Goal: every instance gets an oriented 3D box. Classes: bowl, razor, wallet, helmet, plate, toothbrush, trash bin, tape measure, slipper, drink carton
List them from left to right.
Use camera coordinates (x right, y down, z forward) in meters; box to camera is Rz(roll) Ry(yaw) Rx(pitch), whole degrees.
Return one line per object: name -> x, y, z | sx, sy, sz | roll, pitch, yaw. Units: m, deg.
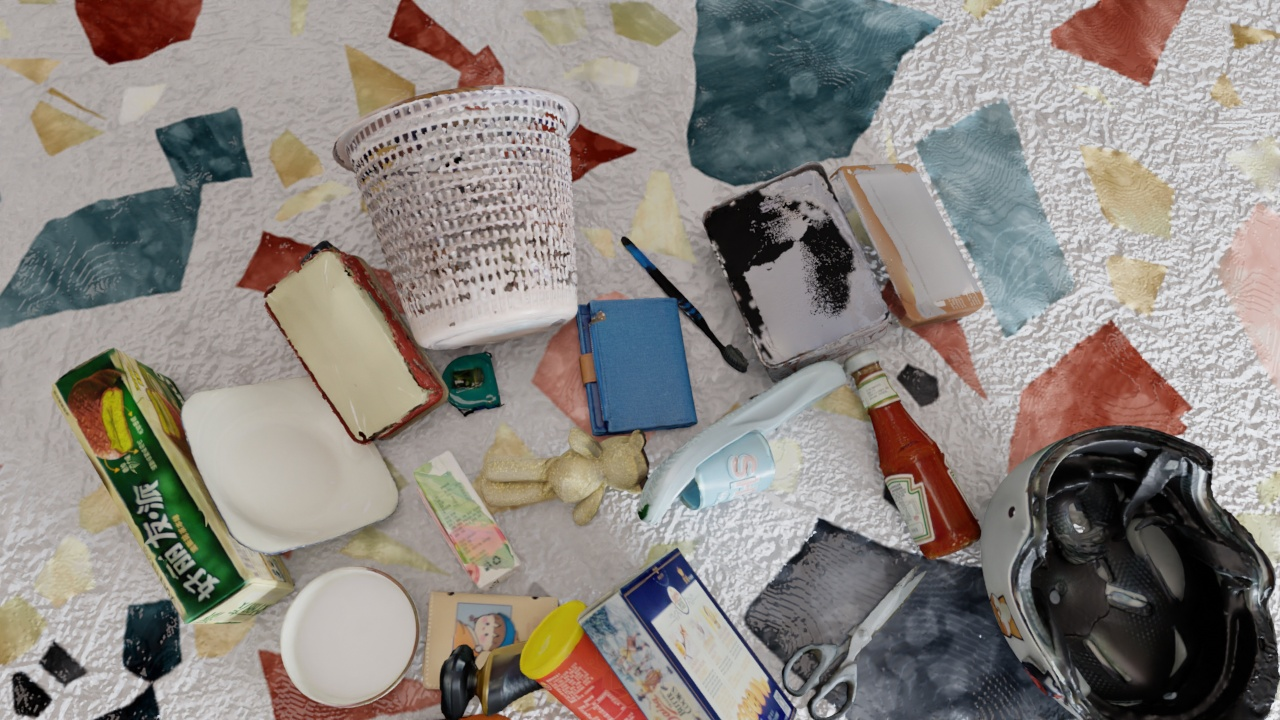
plate -> -0.309, 0.092, 0.809 | 0.164, 0.034, 0.163 | -10, 62, -50
bowl -> -0.243, 0.237, 0.788 | 0.113, 0.062, 0.113 | 1, 72, -4
drink carton -> -0.157, 0.146, 0.827 | 0.045, 0.054, 0.122 | -32, 78, -13
tape measure -> -0.163, 0.022, 0.879 | 0.054, 0.025, 0.058 | -13, 74, -9
trash bin -> -0.148, -0.118, 0.840 | 0.227, 0.228, 0.192 | -12, 87, -8
wallet -> -0.133, 0.252, 0.813 | 0.115, 0.024, 0.087 | 5, 69, -8
razor -> -0.090, 0.256, 0.782 | 0.167, 0.062, 0.067 | -10, 31, -22
wallet -> -0.005, 0.005, 0.891 | 0.106, 0.040, 0.133 | -5, 73, -15
toothbrush -> 0.044, -0.059, 0.926 | 0.014, 0.016, 0.189 | -37, 78, -22
slipper -> 0.100, 0.083, 0.846 | 0.245, 0.104, 0.074 | -32, 80, -19
helmet -> 0.402, 0.196, 0.805 | 0.229, 0.157, 0.274 | -23, 87, -13

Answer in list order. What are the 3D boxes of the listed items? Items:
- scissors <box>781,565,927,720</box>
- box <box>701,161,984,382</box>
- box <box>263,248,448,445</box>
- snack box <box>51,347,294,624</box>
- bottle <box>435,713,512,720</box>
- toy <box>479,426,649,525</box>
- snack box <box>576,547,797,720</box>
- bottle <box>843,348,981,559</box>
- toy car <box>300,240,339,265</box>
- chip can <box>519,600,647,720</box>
scissors -> 0.197, 0.248, 0.846 | 0.136, 0.014, 0.174 | 13, 72, -2
box -> 0.206, -0.102, 0.906 | 0.273, 0.126, 0.179 | -17, 75, -15
box -> -0.258, -0.013, 0.831 | 0.091, 0.079, 0.168 | -34, 88, 4
snack box -> -0.396, 0.111, 0.786 | 0.063, 0.114, 0.240 | -35, 79, -11
bottle -> -0.178, 0.331, 0.768 | 0.149, 0.067, 0.066 | -2, 73, 3
toy -> -0.069, 0.102, 0.842 | 0.157, 0.066, 0.105 | -6, 114, -13
snack box -> 0.046, 0.251, 0.747 | 0.046, 0.177, 0.182 | -41, 78, 12
bottle -> 0.254, 0.085, 0.878 | 0.059, 0.060, 0.206 | -20, 75, -11
toy car -> -0.287, -0.073, 0.890 | 0.042, 0.035, 0.090 | -43, 86, 5
chip can -> 0.002, 0.291, 0.750 | 0.216, 0.073, 0.073 | 45, 74, -13
